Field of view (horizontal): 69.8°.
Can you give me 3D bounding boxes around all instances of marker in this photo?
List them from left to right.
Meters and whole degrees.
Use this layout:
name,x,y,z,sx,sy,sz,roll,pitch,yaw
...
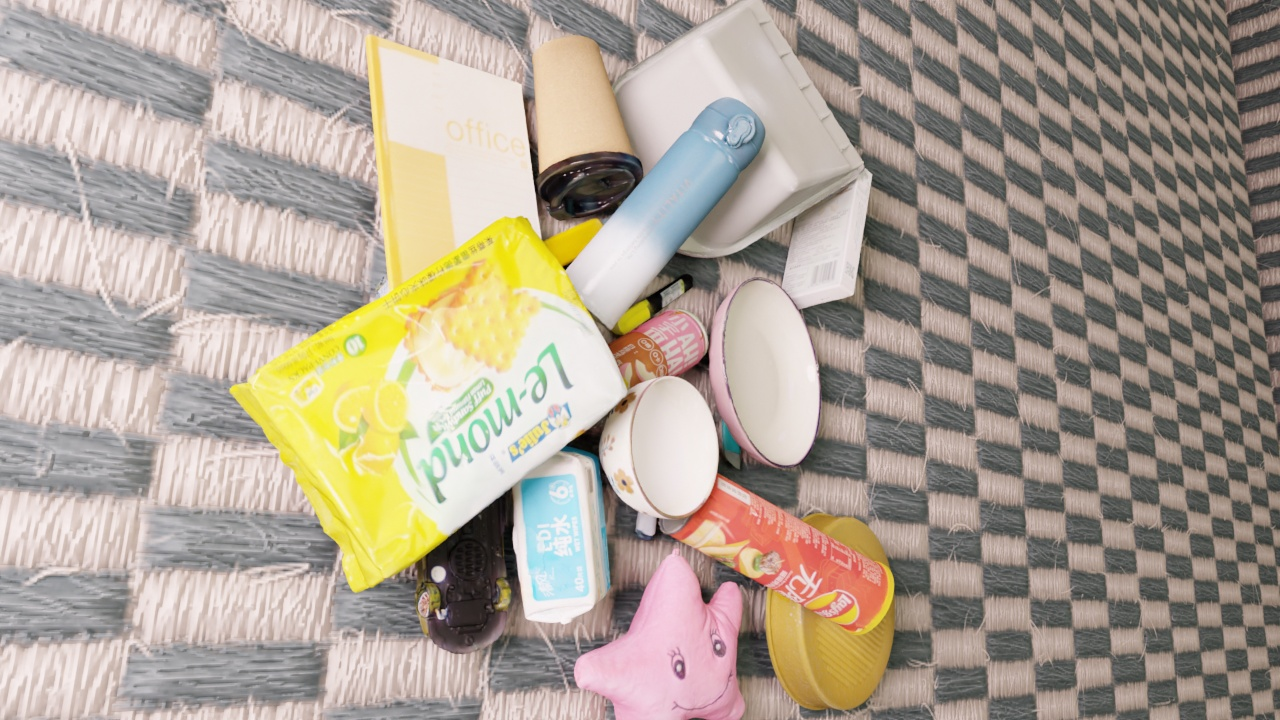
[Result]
name,x,y,z,sx,sy,sz,roll,pitch,yaw
marker,0.011,0.094,0.814,0.018,0.023,0.131,6,95,-17
marker,0.013,-0.054,0.869,0.123,0.015,0.018,-36,107,-43

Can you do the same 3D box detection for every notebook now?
name,x,y,z,sx,sy,sz,roll,pitch,yaw
notebook,-0.140,-0.142,0.716,0.145,0.010,0.206,5,71,-44

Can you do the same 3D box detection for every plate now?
name,x,y,z,sx,sy,sz,roll,pitch,yaw
plate,0.120,0.014,0.918,0.192,0.039,0.192,19,66,-49

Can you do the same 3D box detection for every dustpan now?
name,x,y,z,sx,sy,sz,roll,pitch,yaw
dustpan,0.080,-0.222,0.915,0.222,0.143,0.257,56,34,-5

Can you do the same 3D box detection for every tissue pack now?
name,x,y,z,sx,sy,sz,roll,pitch,yaw
tissue pack,-0.063,0.131,0.712,0.090,0.063,0.140,32,51,-82

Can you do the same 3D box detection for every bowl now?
name,x,y,z,sx,sy,sz,roll,pitch,yaw
bowl,0.006,0.072,0.745,0.113,0.062,0.113,11,75,-50

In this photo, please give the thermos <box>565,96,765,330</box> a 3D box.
name,x,y,z,sx,sy,sz,roll,pitch,yaw
thermos,0.019,-0.128,0.784,0.070,0.070,0.220,41,89,-28

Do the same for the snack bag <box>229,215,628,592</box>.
name,x,y,z,sx,sy,sz,roll,pitch,yaw
snack bag,-0.133,0.019,0.627,0.245,0.068,0.158,-37,104,-26

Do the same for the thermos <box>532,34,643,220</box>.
name,x,y,z,sx,sy,sz,roll,pitch,yaw
thermos,-0.053,-0.201,0.793,0.092,0.093,0.143,-1,74,-42

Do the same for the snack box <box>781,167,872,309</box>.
name,x,y,z,sx,sy,sz,roll,pitch,yaw
snack box,0.203,-0.134,1.004,0.027,0.085,0.156,30,63,-32

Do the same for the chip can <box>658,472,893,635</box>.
name,x,y,z,sx,sy,sz,roll,pitch,yaw
chip can,0.124,0.170,0.821,0.216,0.073,0.073,31,61,-17

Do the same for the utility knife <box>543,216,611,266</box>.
name,x,y,z,sx,sy,sz,roll,pitch,yaw
utility knife,-0.072,-0.092,0.798,0.172,0.015,0.033,-32,109,-42

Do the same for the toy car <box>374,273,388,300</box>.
name,x,y,z,sx,sy,sz,roll,pitch,yaw
toy car,-0.158,-0.072,0.705,0.054,0.037,0.120,40,55,-29

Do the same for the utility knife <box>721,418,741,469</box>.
name,x,y,z,sx,sy,sz,roll,pitch,yaw
utility knife,0.091,0.029,0.922,0.029,0.013,0.160,18,67,-41

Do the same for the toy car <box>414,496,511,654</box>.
name,x,y,z,sx,sy,sz,roll,pitch,yaw
toy car,-0.135,0.135,0.677,0.070,0.042,0.158,7,71,-37

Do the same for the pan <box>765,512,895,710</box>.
name,x,y,z,sx,sy,sz,roll,pitch,yaw
pan,0.139,0.212,0.907,0.357,0.078,0.197,45,54,-34

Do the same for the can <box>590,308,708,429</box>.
name,x,y,z,sx,sy,sz,roll,pitch,yaw
can,-0.005,0.005,0.810,0.146,0.058,0.058,-32,103,-41

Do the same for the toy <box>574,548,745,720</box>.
name,x,y,z,sx,sy,sz,roll,pitch,yaw
toy,0.023,0.248,0.772,0.194,0.075,0.178,-6,94,-43
